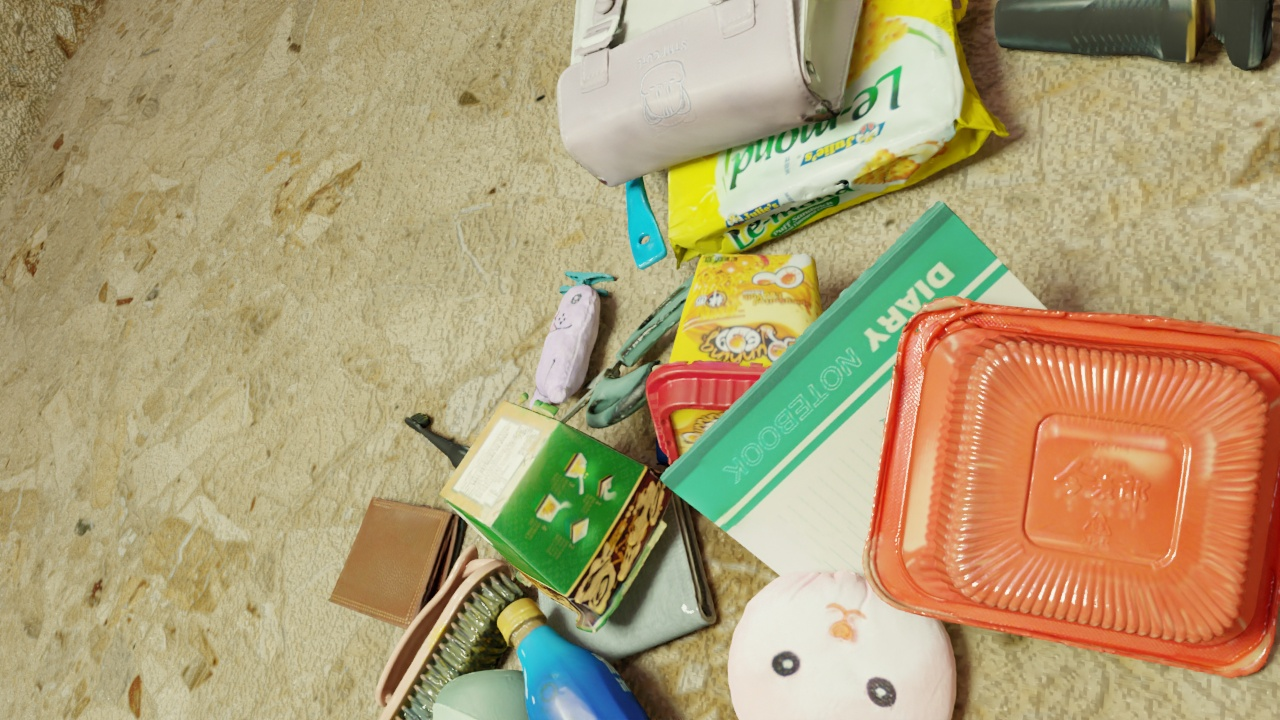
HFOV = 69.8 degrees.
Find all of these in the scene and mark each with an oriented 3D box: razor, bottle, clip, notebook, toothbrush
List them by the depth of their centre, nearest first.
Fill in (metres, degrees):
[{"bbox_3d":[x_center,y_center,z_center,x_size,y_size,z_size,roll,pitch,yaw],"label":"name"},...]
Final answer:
[{"bbox_3d":[0.135,0.037,0.504,0.209,0.150,0.012,-46,18,13],"label":"notebook"},{"bbox_3d":[0.291,-0.208,0.554,0.067,0.062,0.168,-40,36,-24],"label":"razor"},{"bbox_3d":[-0.022,0.235,0.566,0.065,0.065,0.218,-50,56,9],"label":"bottle"},{"bbox_3d":[-0.046,-0.064,0.777,0.057,0.014,0.045,4,71,41],"label":"clip"},{"bbox_3d":[-0.144,0.086,0.779,0.027,0.026,0.213,-36,39,-27],"label":"toothbrush"}]

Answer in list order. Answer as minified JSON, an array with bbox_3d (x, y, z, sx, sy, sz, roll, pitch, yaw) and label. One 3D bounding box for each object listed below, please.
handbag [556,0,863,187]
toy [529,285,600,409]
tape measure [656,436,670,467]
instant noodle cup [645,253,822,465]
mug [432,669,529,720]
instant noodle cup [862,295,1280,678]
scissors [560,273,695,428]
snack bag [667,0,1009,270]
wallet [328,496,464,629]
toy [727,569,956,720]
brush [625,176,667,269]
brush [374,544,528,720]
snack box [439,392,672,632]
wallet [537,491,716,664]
[{"bbox_3d":[0.043,-0.214,0.634,0.197,0.098,0.144,-6,71,38],"label":"handbag"},{"bbox_3d":[-0.060,-0.011,0.745,0.084,0.039,0.108,-21,51,64],"label":"toy"},{"bbox_3d":[0.037,0.046,0.652,0.055,0.025,0.058,-12,67,33],"label":"tape measure"},{"bbox_3d":[0.070,0.003,0.582,0.116,0.116,0.123,2,56,12],"label":"instant noodle cup"},{"bbox_3d":[-0.111,0.273,0.618,0.112,0.082,0.106,-18,56,14],"label":"mug"},{"bbox_3d":[0.204,0.056,0.425,0.189,0.079,0.164,7,90,17],"label":"instant noodle cup"},{"bbox_3d":[-0.004,0.004,0.655,0.170,0.019,0.181,-43,14,14],"label":"scissors"},{"bbox_3d":[0.123,-0.171,0.653,0.247,0.068,0.157,-19,58,33],"label":"snack bag"},{"bbox_3d":[-0.208,0.172,0.788,0.125,0.032,0.101,2,68,39],"label":"wallet"},{"bbox_3d":[0.104,0.195,0.500,0.121,0.054,0.159,10,84,15],"label":"toy"},{"bbox_3d":[-0.009,-0.161,0.747,0.083,0.046,0.254,-28,42,17],"label":"brush"},{"bbox_3d":[-0.143,0.214,0.691,0.073,0.063,0.145,28,88,32],"label":"brush"},{"bbox_3d":[-0.063,0.093,0.613,0.118,0.105,0.117,13,66,54],"label":"snack box"},{"bbox_3d":[-0.018,0.153,0.638,0.130,0.037,0.106,-30,55,24],"label":"wallet"}]
